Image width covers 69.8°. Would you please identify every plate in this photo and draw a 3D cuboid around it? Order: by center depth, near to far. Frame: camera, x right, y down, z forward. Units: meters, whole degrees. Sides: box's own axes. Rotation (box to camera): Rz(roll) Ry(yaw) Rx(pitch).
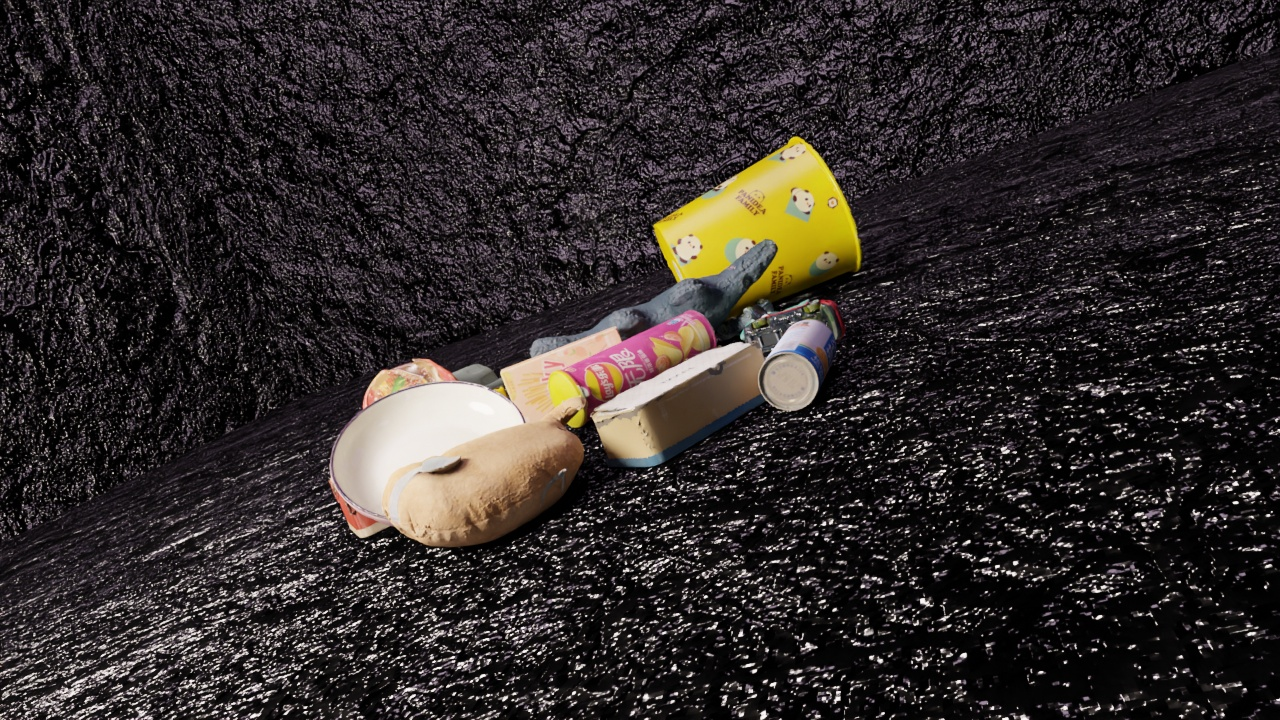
[{"bbox_3d":[-0.204,0.096,0.906,0.192,0.039,0.192,-2,40,1],"label":"plate"}]

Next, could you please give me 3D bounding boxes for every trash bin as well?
[{"bbox_3d":[0.174,-0.184,1.421,0.255,0.229,0.229,-27,9,0],"label":"trash bin"}]

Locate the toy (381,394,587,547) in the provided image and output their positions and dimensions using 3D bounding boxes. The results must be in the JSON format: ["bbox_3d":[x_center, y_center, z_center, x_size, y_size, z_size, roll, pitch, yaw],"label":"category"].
[{"bbox_3d":[-0.113,0.093,0.801,0.225,0.082,0.144,-24,25,-39],"label":"toy"}]

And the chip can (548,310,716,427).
[{"bbox_3d":[-0.007,0.006,1.111,0.210,0.071,0.072,-26,10,-31],"label":"chip can"}]

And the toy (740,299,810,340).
[{"bbox_3d":[0.181,-0.052,1.170,0.092,0.030,0.096,-10,19,33],"label":"toy"}]

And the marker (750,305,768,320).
[{"bbox_3d":[0.164,-0.043,1.097,0.018,0.022,0.131,-26,21,-9],"label":"marker"}]

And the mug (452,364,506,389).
[{"bbox_3d":[-0.250,0.050,1.387,0.124,0.083,0.103,-16,8,21],"label":"mug"}]

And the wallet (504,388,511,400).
[{"bbox_3d":[-0.142,0.043,1.325,0.130,0.037,0.106,-19,-2,9],"label":"wallet"}]

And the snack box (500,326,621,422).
[{"bbox_3d":[-0.089,0.023,1.159,0.157,0.084,0.026,-21,13,-1],"label":"snack box"}]

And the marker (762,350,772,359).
[{"bbox_3d":[0.111,0.006,1.011,0.132,0.020,0.022,-15,-5,32],"label":"marker"}]

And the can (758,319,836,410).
[{"bbox_3d":[0.147,0.001,0.845,0.053,0.053,0.134,-17,9,23],"label":"can"}]

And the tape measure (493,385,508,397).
[{"bbox_3d":[-0.192,0.071,1.195,0.057,0.060,0.029,-34,14,-35],"label":"tape measure"}]

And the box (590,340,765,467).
[{"bbox_3d":[0.037,0.041,0.850,0.183,0.059,0.090,-29,11,-32],"label":"box"}]

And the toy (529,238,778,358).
[{"bbox_3d":[0.029,-0.054,1.229,0.356,0.091,0.138,-26,-35,-4],"label":"toy"}]

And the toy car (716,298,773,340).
[{"bbox_3d":[0.143,-0.053,1.251,0.091,0.034,0.042,-32,4,39],"label":"toy car"}]

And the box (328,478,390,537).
[{"bbox_3d":[-0.243,0.115,0.984,0.168,0.077,0.091,-24,10,-24],"label":"box"}]

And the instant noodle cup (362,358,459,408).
[{"bbox_3d":[-0.293,0.069,1.245,0.138,0.138,0.108,-21,0,0],"label":"instant noodle cup"}]

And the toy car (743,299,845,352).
[{"bbox_3d":[0.170,-0.034,1.007,0.121,0.053,0.045,-14,9,44],"label":"toy car"}]
